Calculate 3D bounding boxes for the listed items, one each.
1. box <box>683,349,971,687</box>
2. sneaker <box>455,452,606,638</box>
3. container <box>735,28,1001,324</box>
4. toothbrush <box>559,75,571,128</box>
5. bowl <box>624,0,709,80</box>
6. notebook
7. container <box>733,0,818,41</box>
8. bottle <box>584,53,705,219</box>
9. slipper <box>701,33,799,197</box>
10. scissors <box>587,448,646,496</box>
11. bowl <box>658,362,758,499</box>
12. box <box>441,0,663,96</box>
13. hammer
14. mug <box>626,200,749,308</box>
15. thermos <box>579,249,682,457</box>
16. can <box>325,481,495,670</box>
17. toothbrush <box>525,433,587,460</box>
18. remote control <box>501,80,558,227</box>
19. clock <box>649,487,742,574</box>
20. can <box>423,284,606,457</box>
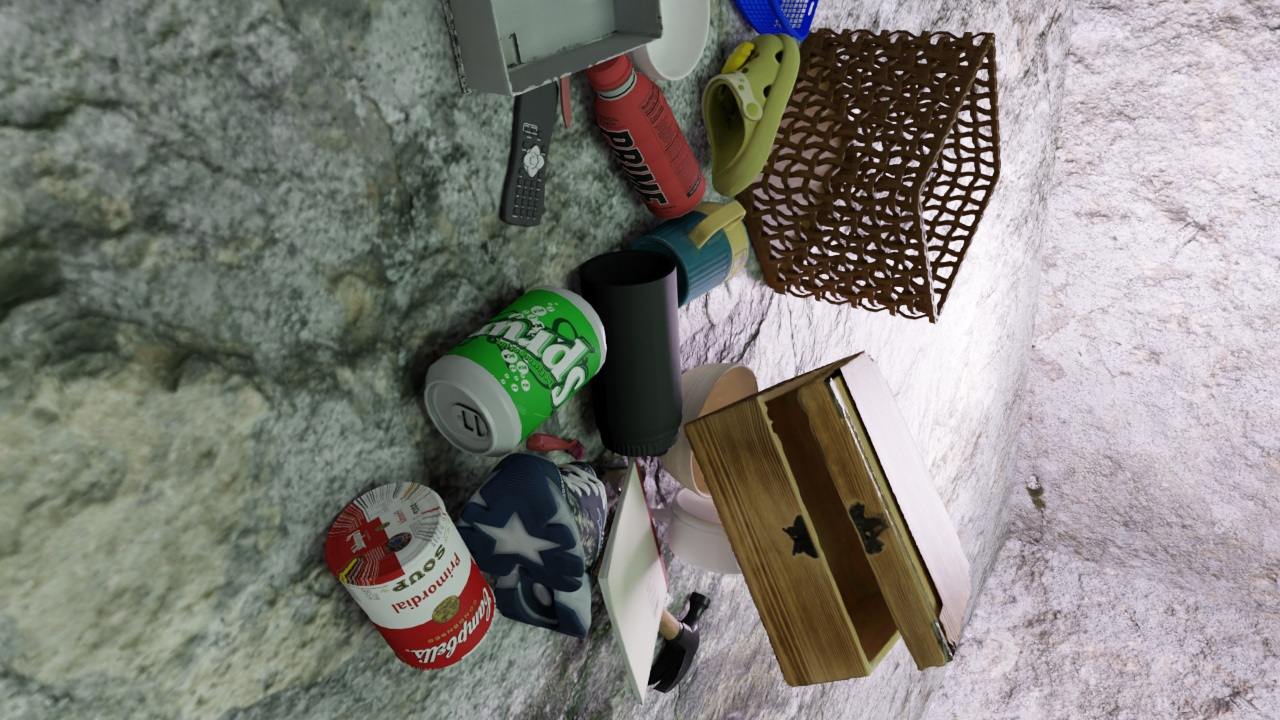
[{"bbox_3d":[0.210,0.145,0.934,0.244,0.168,0.279,-17,83,-57],"label":"box"},{"bbox_3d":[-0.075,0.132,0.781,0.270,0.103,0.132,86,20,-55],"label":"sneaker"},{"bbox_3d":[0.274,-0.221,1.082,0.251,0.214,0.220,-60,145,-23],"label":"container"},{"bbox_3d":[-0.064,-0.274,0.712,0.015,0.016,0.185,-34,127,-47],"label":"toothbrush"},{"bbox_3d":[0.012,-0.297,0.793,0.104,0.054,0.105,-26,123,-49],"label":"bowl"},{"bbox_3d":[-0.003,0.220,0.916,0.152,0.012,0.209,-74,159,-48],"label":"notebook"},{"bbox_3d":[0.137,-0.393,0.945,0.114,0.058,0.096,27,80,-58],"label":"container"},{"bbox_3d":[0.002,-0.201,0.810,0.062,0.062,0.176,-63,146,-19],"label":"bottle"},{"bbox_3d":[0.098,-0.258,0.935,0.081,0.092,0.190,24,68,-18],"label":"slipper"},{"bbox_3d":[-0.034,0.112,0.929,0.162,0.013,0.154,-55,142,-31],"label":"scissors"},{"bbox_3d":[0.063,0.069,1.005,0.150,0.075,0.151,-30,127,-49],"label":"bowl"},{"bbox_3d":[-0.039,-0.390,0.537,0.166,0.119,0.480,-35,153,-34],"label":"box"},{"bbox_3d":[0.003,0.279,1.038,0.132,0.040,0.305,-64,146,-24],"label":"hammer"},{"bbox_3d":[0.052,-0.110,0.888,0.107,0.083,0.114,-32,171,-44],"label":"mug"},{"bbox_3d":[-0.005,0.005,0.860,0.085,0.086,0.199,-36,132,-46],"label":"thermos"},{"bbox_3d":[-0.165,0.158,0.672,0.086,0.087,0.116,-51,142,-33],"label":"can"},{"bbox_3d":[-0.069,0.074,0.784,0.016,0.016,0.190,-51,171,-2],"label":"toothbrush"},{"bbox_3d":[-0.087,-0.169,0.732,0.046,0.009,0.124,-5,107,-57],"label":"remote control"},{"bbox_3d":[0.096,0.193,1.024,0.125,0.161,0.073,-17,116,-54],"label":"clock"},{"bbox_3d":[-0.095,0.007,0.718,0.139,0.088,0.088,-44,136,-40],"label":"can"}]
